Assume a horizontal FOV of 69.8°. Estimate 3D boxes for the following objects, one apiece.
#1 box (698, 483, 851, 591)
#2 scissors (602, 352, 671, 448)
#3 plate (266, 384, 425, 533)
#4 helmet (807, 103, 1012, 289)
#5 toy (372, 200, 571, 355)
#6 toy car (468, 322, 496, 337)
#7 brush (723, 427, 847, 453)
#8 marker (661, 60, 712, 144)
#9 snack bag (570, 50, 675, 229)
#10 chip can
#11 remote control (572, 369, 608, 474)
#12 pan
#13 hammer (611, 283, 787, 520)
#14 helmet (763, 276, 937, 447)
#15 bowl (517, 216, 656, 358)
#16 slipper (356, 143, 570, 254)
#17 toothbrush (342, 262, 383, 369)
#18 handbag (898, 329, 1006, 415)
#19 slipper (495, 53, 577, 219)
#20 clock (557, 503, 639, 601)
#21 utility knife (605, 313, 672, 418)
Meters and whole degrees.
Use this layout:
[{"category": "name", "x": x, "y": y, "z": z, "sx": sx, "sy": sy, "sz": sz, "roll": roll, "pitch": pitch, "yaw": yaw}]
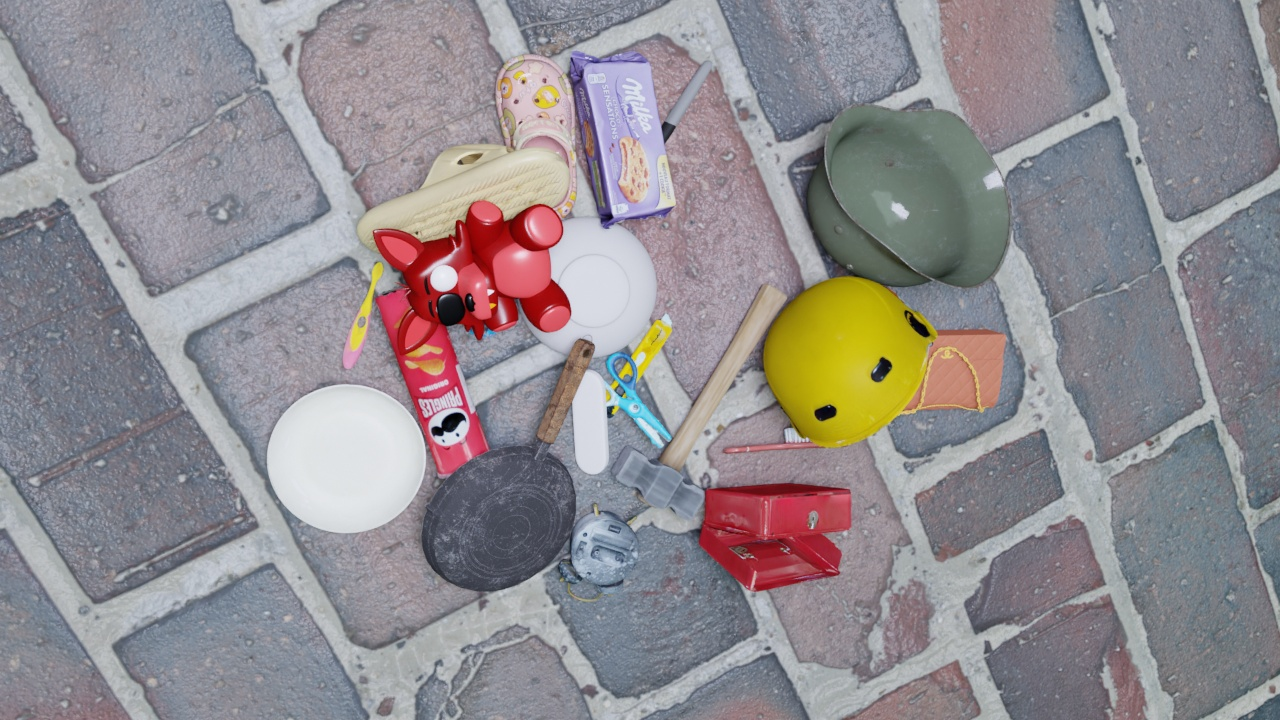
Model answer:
[{"category": "box", "x": 0.171, "y": 0.201, "z": 1.165, "sx": 0.157, "sy": 0.137, "sz": 0.123, "roll": -2, "pitch": 107, "yaw": -34}, {"category": "scissors", "x": -0.004, "y": 0.052, "z": 1.155, "sx": 0.140, "sy": 0.015, "sz": 0.083, "roll": 42, "pitch": 91, "yaw": 14}, {"category": "plate", "x": -0.353, "y": 0.116, "z": 1.110, "sx": 0.182, "sy": 0.034, "sz": 0.182, "roll": -2, "pitch": 99, "yaw": -11}, {"category": "helmet", "x": 0.302, "y": -0.189, "z": 1.131, "sx": 0.267, "sy": 0.154, "sz": 0.226, "roll": 34, "pitch": 65, "yaw": -19}, {"category": "toy", "x": -0.183, "y": -0.092, "z": 1.022, "sx": 0.197, "sy": 0.120, "sz": 0.159, "roll": -15, "pitch": 125, "yaw": -18}, {"category": "toy car", "x": -0.185, "y": -0.081, "z": 1.117, "sx": 0.048, "sy": 0.032, "sz": 0.105, "roll": 14, "pitch": 94, "yaw": -13}, {"category": "brush", "x": 0.194, "y": 0.105, "z": 1.224, "sx": 0.172, "sy": 0.041, "sz": 0.030, "roll": -3, "pitch": 82, "yaw": -9}, {"category": "marker", "x": 0.047, "y": -0.314, "z": 1.138, "sx": 0.022, "sy": 0.016, "sz": 0.138, "roll": 31, "pitch": 90, "yaw": 9}, {"category": "snack bag", "x": -0.025, "y": -0.266, "z": 1.101, "sx": 0.096, "sy": 0.058, "sz": 0.205, "roll": -14, "pitch": 98, "yaw": -28}, {"category": "chip can", "x": -0.247, "y": 0.021, "z": 1.098, "sx": 0.073, "sy": 0.073, "sz": 0.233, "roll": -19, "pitch": 102, "yaw": -8}, {"category": "remote control", "x": -0.064, "y": 0.078, "z": 1.161, "sx": 0.043, "sy": 0.013, "sz": 0.136, "roll": 3, "pitch": 105, "yaw": 22}, {"category": "pan", "x": -0.131, "y": 0.133, "z": 1.108, "sx": 0.207, "sy": 0.040, "sz": 0.357, "roll": 17, "pitch": 104, "yaw": -37}, {"category": "hammer", "x": 0.092, "y": 0.046, "z": 1.188, "sx": 0.117, "sy": 0.051, "sz": 0.323, "roll": 32, "pitch": 89, "yaw": -14}, {"category": "helmet", "x": 0.234, "y": -0.014, "z": 1.110, "sx": 0.209, "sy": 0.239, "sz": 0.139, "roll": -40, "pitch": 101, "yaw": 18}, {"category": "bowl", "x": -0.061, "y": -0.087, "z": 1.123, "sx": 0.176, "sy": 0.066, "sz": 0.176, "roll": -2, "pitch": 99, "yaw": -11}, {"category": "slipper", "x": -0.204, "y": -0.194, "z": 1.054, "sx": 0.262, "sy": 0.111, "sz": 0.079, "roll": -18, "pitch": 63, "yaw": 12}, {"category": "toothbrush", "x": -0.332, "y": -0.054, "z": 1.100, "sx": 0.021, "sy": 0.016, "sz": 0.135, "roll": 18, "pitch": 97, "yaw": -16}, {"category": "handbag", "x": 0.404, "y": 0.017, "z": 1.241, "sx": 0.171, "sy": 0.060, "sz": 0.109, "roll": -1, "pitch": 103, "yaw": -12}, {"category": "slipper", "x": -0.114, "y": -0.261, "z": 1.079, "sx": 0.093, "sy": 0.081, "sz": 0.197, "roll": -10, "pitch": 103, "yaw": -11}, {"category": "clock", "x": -0.054, "y": 0.253, "z": 1.184, "sx": 0.090, "sy": 0.052, "sz": 0.129, "roll": 21, "pitch": 93, "yaw": -14}, {"category": "utility knife", "x": -0.007, "y": 0.007, "z": 1.176, "sx": 0.030, "sy": 0.017, "sz": 0.155, "roll": 35, "pitch": 88, "yaw": -18}]
